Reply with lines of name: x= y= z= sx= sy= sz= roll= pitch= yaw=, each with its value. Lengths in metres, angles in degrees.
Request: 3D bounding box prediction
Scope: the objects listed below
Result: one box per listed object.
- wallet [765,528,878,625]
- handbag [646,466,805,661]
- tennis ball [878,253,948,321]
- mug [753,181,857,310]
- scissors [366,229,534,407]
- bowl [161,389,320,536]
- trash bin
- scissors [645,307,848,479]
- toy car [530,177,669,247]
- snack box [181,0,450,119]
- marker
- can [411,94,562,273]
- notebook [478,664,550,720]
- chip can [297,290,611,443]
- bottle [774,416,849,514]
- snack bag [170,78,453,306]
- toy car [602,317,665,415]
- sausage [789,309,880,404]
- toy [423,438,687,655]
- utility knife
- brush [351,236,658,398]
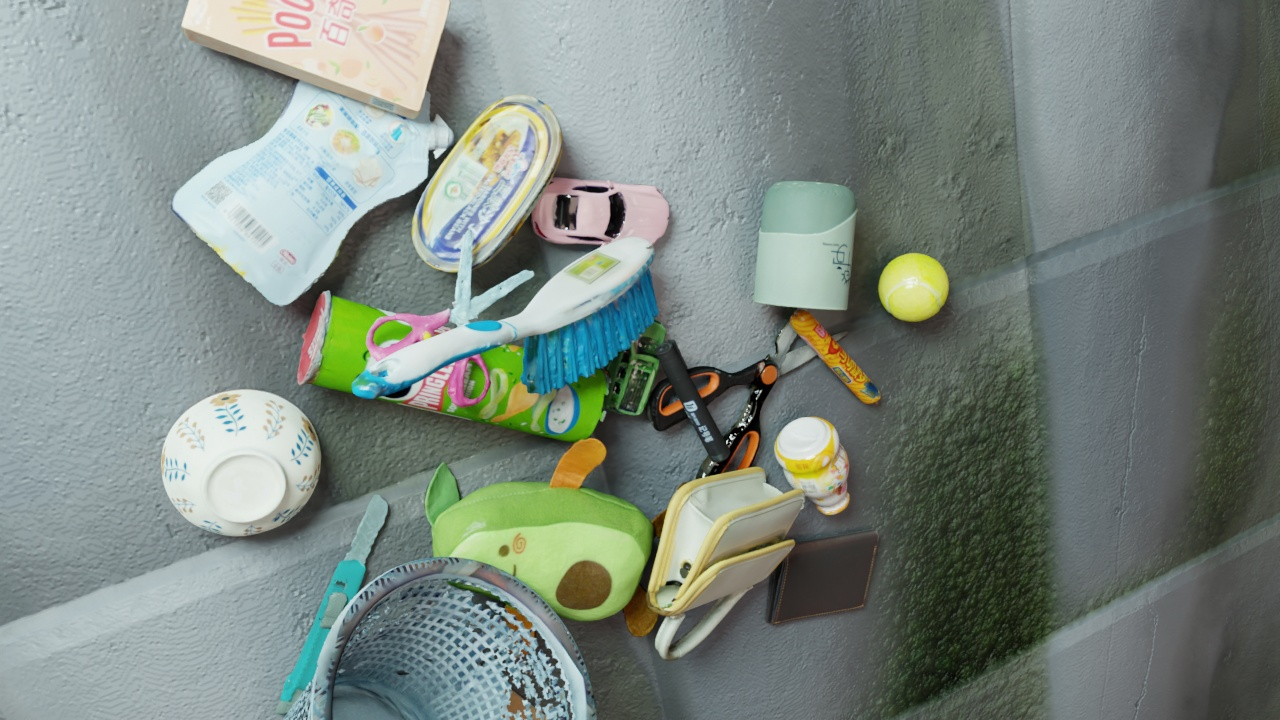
wallet: x=0.193 y=0.229 z=0.967 sx=0.122 sy=0.020 sz=0.096 roll=-3 pitch=112 yaw=-24
handbag: x=0.075 y=0.195 z=0.847 sx=0.163 sy=0.063 sz=0.179 roll=-2 pitch=113 yaw=-51
tennis ball: x=0.262 y=-0.070 z=0.880 sx=0.065 sy=0.065 sz=0.065 roll=-7 pitch=108 yaw=-22
mug: x=0.155 y=-0.100 z=0.815 sx=0.111 sy=0.082 sz=0.106 roll=-1 pitch=97 yaw=-46
scissors: x=-0.130 y=-0.025 z=0.672 sx=0.133 sy=0.017 sz=0.128 roll=-33 pitch=110 yaw=-17
bowl: x=-0.296 y=0.084 z=0.685 sx=0.113 sy=0.062 sz=0.113 roll=-8 pitch=110 yaw=-23
trash bin: x=-0.179 y=0.291 z=0.704 sx=0.226 sy=0.226 sz=0.196 roll=28 pitch=133 yaw=-28
scissors: x=0.103 y=0.030 z=0.869 sx=0.220 sy=0.022 sz=0.222 roll=-7 pitch=110 yaw=-28
toy car: x=-0.031 y=-0.121 z=0.754 sx=0.122 sy=0.037 sz=0.056 roll=-1 pitch=107 yaw=-25
snack box: x=-0.217 y=-0.232 z=0.625 sx=0.157 sy=0.026 sz=0.084 roll=16 pitch=87 yaw=-20
marker: x=0.047 y=0.038 z=0.816 sx=0.022 sy=0.020 sz=0.132 roll=-55 pitch=128 yaw=-38
can: x=-0.115 y=-0.132 z=0.692 sx=0.074 sy=0.049 sz=0.148 roll=36 pitch=94 yaw=-10
notebook: x=-0.192 y=0.382 z=0.850 sx=0.207 sy=0.008 sz=0.148 roll=-44 pitch=117 yaw=-6
chip can: x=-0.142 y=0.011 z=0.725 sx=0.235 sy=0.072 sz=0.072 roll=16 pitch=98 yaw=-27
bottle: x=0.173 y=0.106 z=0.897 sx=0.063 sy=0.063 sz=0.108 roll=-38 pitch=128 yaw=-9
snack bag: x=-0.228 y=-0.139 z=0.658 sx=0.110 sy=0.039 sz=0.191 roll=45 pitch=81 yaw=-10
toy car: x=-0.005 y=0.005 z=0.804 sx=0.043 sy=0.036 sz=0.091 roll=13 pitch=96 yaw=-25
sausage: x=0.190 y=-0.001 z=0.884 sx=0.021 sy=0.021 sz=0.165 roll=-51 pitch=126 yaw=-2
toy: x=-0.068 y=0.165 z=0.791 sx=0.246 sy=0.090 sz=0.227 roll=12 pitch=107 yaw=-25
utility knife: x=-0.256 y=0.206 z=0.766 sx=0.029 sy=0.013 sz=0.209 roll=21 pitch=96 yaw=-28
brush: x=-0.080 y=-0.017 z=0.658 sx=0.313 sy=0.060 sz=0.110 roll=-41 pitch=148 yaw=-43
